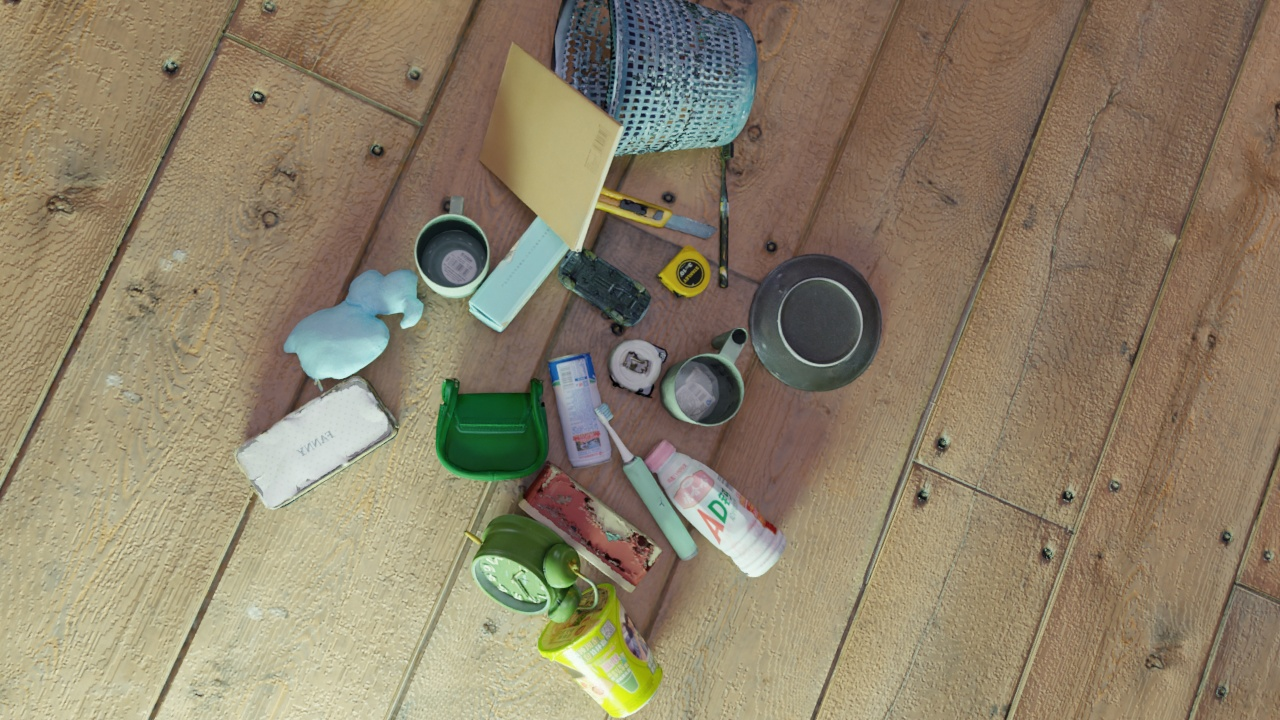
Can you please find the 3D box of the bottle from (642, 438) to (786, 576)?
[{"bbox_3d":[0.086,0.176,1.113,0.197,0.068,0.068,42,82,-2],"label":"bottle"}]

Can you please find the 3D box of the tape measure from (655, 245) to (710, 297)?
[{"bbox_3d":[0.057,-0.107,1.138,0.057,0.029,0.060,44,82,-4],"label":"tape measure"}]

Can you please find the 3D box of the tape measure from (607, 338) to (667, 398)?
[{"bbox_3d":[-0.007,0.007,1.121,0.066,0.033,0.065,21,83,-8],"label":"tape measure"}]

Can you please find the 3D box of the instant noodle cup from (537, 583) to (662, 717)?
[{"bbox_3d":[-0.039,0.344,1.068,0.111,0.112,0.123,-39,101,-9],"label":"instant noodle cup"}]

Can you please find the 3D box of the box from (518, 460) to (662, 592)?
[{"bbox_3d":[-0.055,0.186,1.076,0.168,0.091,0.077,38,85,-6],"label":"box"}]

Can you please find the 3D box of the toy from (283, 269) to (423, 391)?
[{"bbox_3d":[-0.329,-0.038,1.052,0.161,0.050,0.156,3,63,15],"label":"toy"}]

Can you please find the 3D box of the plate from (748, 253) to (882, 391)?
[{"bbox_3d":[0.227,-0.048,1.166,0.179,0.024,0.179,0,88,-9],"label":"plate"}]

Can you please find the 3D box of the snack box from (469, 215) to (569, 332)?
[{"bbox_3d":[-0.132,-0.115,1.084,0.051,0.074,0.174,39,82,-6],"label":"snack box"}]

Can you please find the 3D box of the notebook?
[{"bbox_3d":[-0.106,-0.240,1.021,0.012,0.211,0.150,-9,133,-43],"label":"notebook"}]

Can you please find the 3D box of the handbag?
[{"bbox_3d":[-0.172,0.080,1.072,0.131,0.068,0.120,-1,87,-10],"label":"handbag"}]

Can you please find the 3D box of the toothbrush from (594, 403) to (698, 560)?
[{"bbox_3d":[0.005,0.147,1.098,0.027,0.026,0.224,-37,106,-21],"label":"toothbrush"}]

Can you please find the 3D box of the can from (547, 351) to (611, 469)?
[{"bbox_3d":[-0.072,0.059,1.097,0.053,0.053,0.134,-12,89,-10],"label":"can"}]

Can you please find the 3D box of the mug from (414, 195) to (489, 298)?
[{"bbox_3d":[-0.214,-0.130,1.055,0.082,0.106,0.111,3,87,-8],"label":"mug"}]

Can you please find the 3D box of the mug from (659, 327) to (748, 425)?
[{"bbox_3d":[0.080,0.019,1.099,0.083,0.103,0.124,32,82,-6],"label":"mug"}]

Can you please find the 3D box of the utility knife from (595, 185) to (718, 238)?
[{"bbox_3d":[-0.005,-0.190,1.138,0.215,0.015,0.033,16,88,-9],"label":"utility knife"}]

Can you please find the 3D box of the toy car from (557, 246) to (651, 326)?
[{"bbox_3d":[-0.044,-0.089,1.118,0.120,0.037,0.054,34,83,1],"label":"toy car"}]

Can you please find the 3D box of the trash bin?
[{"bbox_3d":[0.019,-0.330,1.064,0.194,0.227,0.226,-1,87,-22],"label":"trash bin"}]

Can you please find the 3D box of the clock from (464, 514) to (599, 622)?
[{"bbox_3d":[-0.120,0.239,1.038,0.161,0.116,0.056,15,44,16],"label":"clock"}]

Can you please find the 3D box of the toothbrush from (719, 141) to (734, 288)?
[{"bbox_3d":[0.108,-0.184,1.156,0.012,0.017,0.185,4,86,-46],"label":"toothbrush"}]

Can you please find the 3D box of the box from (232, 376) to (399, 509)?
[{"bbox_3d":[-0.372,0.097,1.045,0.184,0.061,0.090,-31,92,-7],"label":"box"}]
